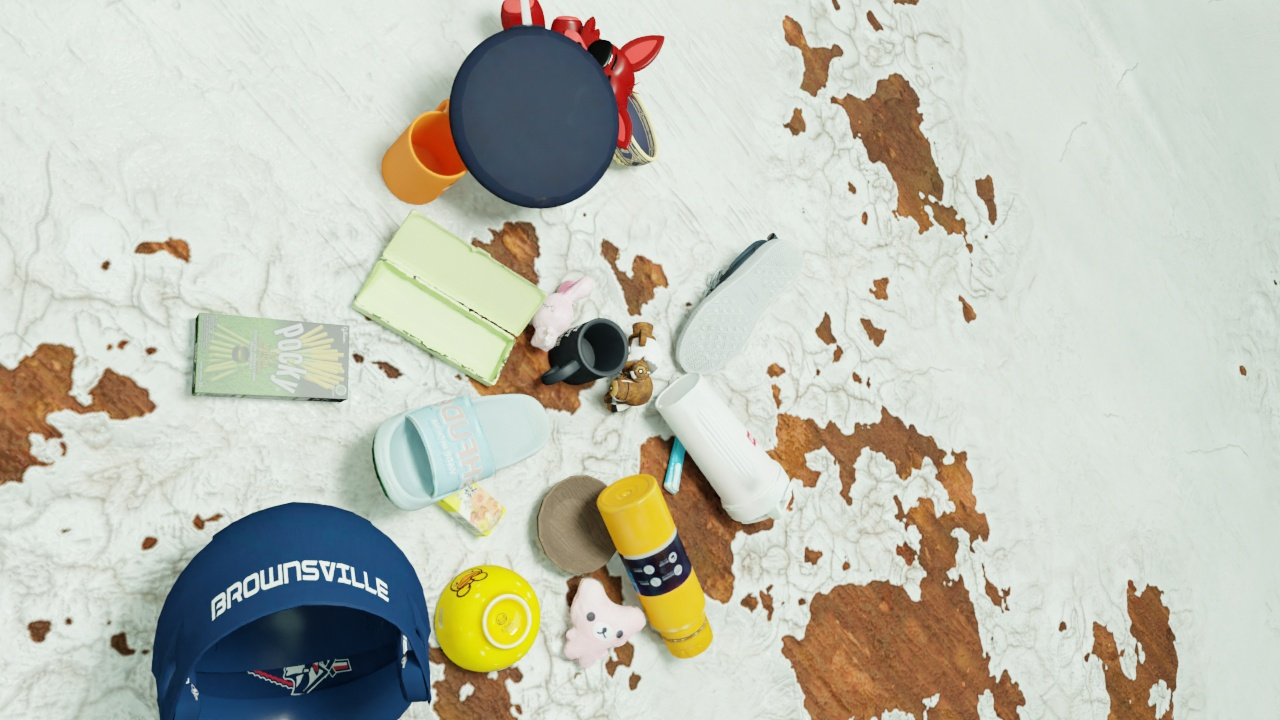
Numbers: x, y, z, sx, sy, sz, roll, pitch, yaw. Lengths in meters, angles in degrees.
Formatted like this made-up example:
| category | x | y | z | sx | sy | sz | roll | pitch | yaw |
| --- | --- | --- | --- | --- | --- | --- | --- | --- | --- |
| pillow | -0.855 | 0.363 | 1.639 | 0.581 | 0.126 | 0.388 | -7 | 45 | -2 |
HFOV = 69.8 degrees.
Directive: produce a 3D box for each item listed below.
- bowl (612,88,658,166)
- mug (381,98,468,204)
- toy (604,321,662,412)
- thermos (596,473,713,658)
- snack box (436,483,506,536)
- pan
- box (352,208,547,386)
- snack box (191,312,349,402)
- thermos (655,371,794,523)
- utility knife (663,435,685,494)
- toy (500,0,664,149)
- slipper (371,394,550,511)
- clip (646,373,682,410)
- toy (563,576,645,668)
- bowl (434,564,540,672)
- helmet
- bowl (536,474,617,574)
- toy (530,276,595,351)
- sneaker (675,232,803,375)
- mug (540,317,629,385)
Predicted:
| category | x | y | z | sx | sy | sz | roll | pitch | yaw |
| --- | --- | --- | --- | --- | --- | --- | --- | --- | --- |
| bowl | -0.029 | -0.303 | 1.204 | 0.112 | 0.061 | 0.112 | 48 | 31 | -42 |
| mug | -0.238 | -0.244 | 1.043 | 0.077 | 0.096 | 0.112 | 19 | 71 | -29 |
| toy | -0.007 | 0.007 | 1.157 | 0.067 | 0.087 | 0.112 | 7 | 69 | -8 |
| thermos | 0.028 | 0.249 | 1.115 | 0.091 | 0.076 | 0.233 | -39 | 116 | -38 |
| snack box | -0.218 | 0.138 | 1.025 | 0.148 | 0.029 | 0.040 | 45 | 60 | -18 |
| pan | -0.122 | -0.348 | 1.014 | 0.198 | 0.021 | 0.356 | -10 | 99 | -23 |
| box | -0.217 | -0.070 | 1.055 | 0.187 | 0.047 | 0.141 | 31 | 90 | -24 |
| snack box | -0.380 | -0.001 | 0.949 | 0.147 | 0.025 | 0.080 | 5 | 79 | -32 |
| thermos | 0.112 | 0.120 | 1.194 | 0.220 | 0.100 | 0.099 | 52 | 59 | -18 |
| utility knife | 0.053 | 0.116 | 1.214 | 0.022 | 0.015 | 0.123 | 28 | 64 | -31 |
| toy | -0.087 | -0.348 | 1.109 | 0.197 | 0.120 | 0.158 | 15 | 78 | 10 |
| slipper | -0.185 | 0.084 | 1.002 | 0.244 | 0.074 | 0.104 | -16 | 79 | -50 |
| clip | 0.056 | 0.044 | 1.224 | 0.101 | 0.040 | 0.054 | 8 | 90 | -27 |
| toy | -0.052 | 0.317 | 1.087 | 0.099 | 0.053 | 0.095 | 39 | 75 | -18 |
| bowl | -0.160 | 0.285 | 1.012 | 0.117 | 0.068 | 0.117 | 7 | 77 | -32 |
| helmet | -0.313 | 0.259 | 0.837 | 0.232 | 0.223 | 0.273 | -2 | 111 | -23 |
| bowl | -0.077 | 0.197 | 1.104 | 0.117 | 0.030 | 0.117 | 7 | 78 | -33 |
| toy | -0.101 | -0.062 | 1.119 | 0.047 | 0.064 | 0.109 | 44 | 58 | -17 |
| sneaker | 0.124 | -0.082 | 1.259 | 0.235 | 0.087 | 0.089 | -46 | 117 | -7 |
| mug | -0.075 | -0.002 | 1.114 | 0.104 | 0.078 | 0.071 | -37 | 101 | -32 |
